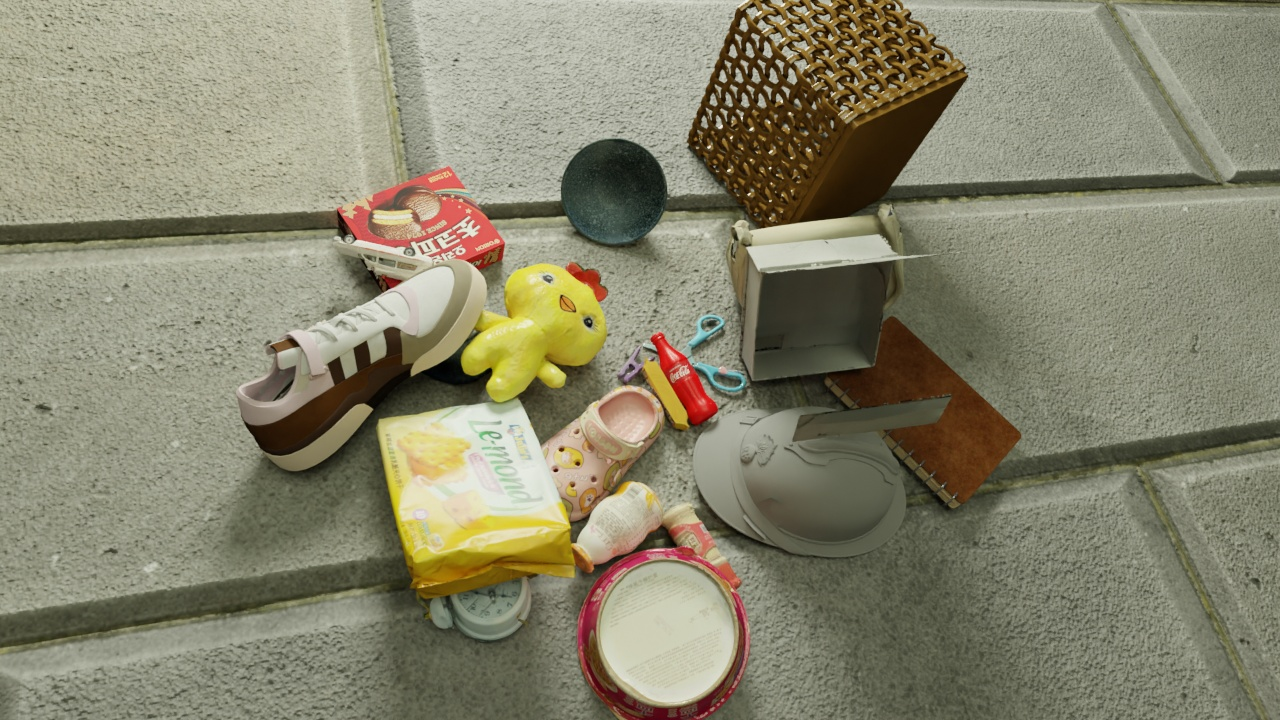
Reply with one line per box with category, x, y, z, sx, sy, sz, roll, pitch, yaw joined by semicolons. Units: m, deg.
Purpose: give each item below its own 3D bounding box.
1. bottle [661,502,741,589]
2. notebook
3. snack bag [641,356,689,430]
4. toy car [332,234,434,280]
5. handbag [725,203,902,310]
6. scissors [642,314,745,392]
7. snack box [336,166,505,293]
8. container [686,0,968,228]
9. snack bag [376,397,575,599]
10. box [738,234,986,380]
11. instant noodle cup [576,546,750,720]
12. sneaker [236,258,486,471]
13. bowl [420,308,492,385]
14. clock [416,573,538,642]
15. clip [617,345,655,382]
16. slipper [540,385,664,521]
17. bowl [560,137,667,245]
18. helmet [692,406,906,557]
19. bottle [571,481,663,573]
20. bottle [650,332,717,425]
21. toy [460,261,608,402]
bottle;0.065;0.208;0.997;0.044;0.044;0.109;-24;69;-25
notebook;0.353;0.063;1.159;0.167;0.024;0.225;-36;75;-32
snack bag;0.028;0.040;1.083;0.020;0.026;0.099;-28;83;-12
toy car;-0.293;-0.113;1.046;0.113;0.039;0.039;11;80;-7
handbag;0.214;-0.141;1.160;0.229;0.184;0.131;-11;60;-6
scissors;0.072;-0.014;1.141;0.135;0.015;0.129;21;59;-5
snack box;-0.266;-0.154;1.118;0.151;0.036;0.132;-28;71;-26
container;0.238;-0.334;1.222;0.219;0.252;0.214;-29;72;-27
snack bag;-0.171;0.136;0.922;0.159;0.068;0.247;-6;38;-20
box;0.220;-0.064;1.005;0.167;0.330;0.165;-7;89;-7
instant noodle cup;0.025;0.269;0.906;0.178;0.078;0.178;0;70;-1
sneaker;-0.294;-0.025;0.954;0.293;0.116;0.112;-42;52;-15
bowl;-0.210;-0.031;1.053;0.110;0.055;0.110;6;59;-11
clock;-0.164;0.232;0.916;0.117;0.057;0.083;9;59;-1
clip;-0.008;0.005;1.107;0.032;0.013;0.051;41;67;16
slipper;-0.045;0.088;1.014;0.093;0.082;0.196;39;57;10
bowl;-0.034;-0.222;1.193;0.137;0.137;0.057;15;19;-6
helmet;0.205;0.116;1.038;0.271;0.118;0.183;12;59;-13
bottle;-0.027;0.179;0.977;0.108;0.063;0.063;-38;76;-28
bottle;0.048;0.019;1.095;0.036;0.036;0.119;-25;76;-25
toy;-0.117;-0.034;1.045;0.134;0.092;0.207;46;45;-2
